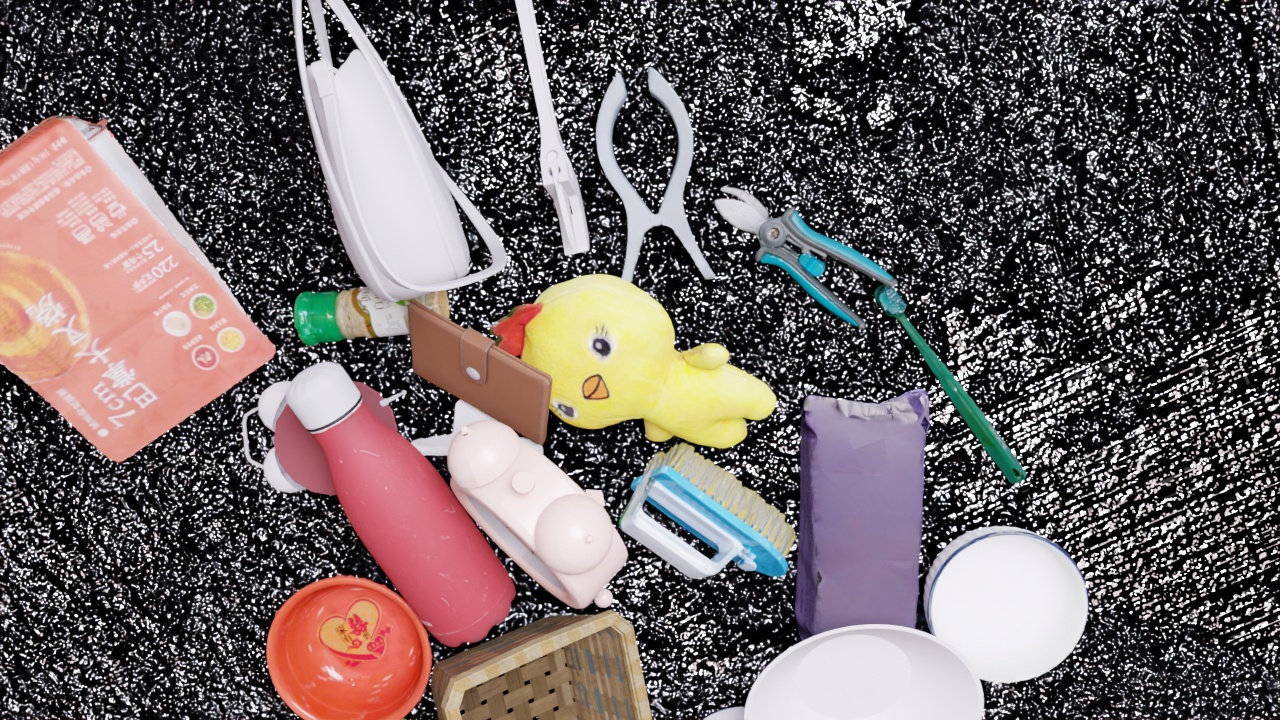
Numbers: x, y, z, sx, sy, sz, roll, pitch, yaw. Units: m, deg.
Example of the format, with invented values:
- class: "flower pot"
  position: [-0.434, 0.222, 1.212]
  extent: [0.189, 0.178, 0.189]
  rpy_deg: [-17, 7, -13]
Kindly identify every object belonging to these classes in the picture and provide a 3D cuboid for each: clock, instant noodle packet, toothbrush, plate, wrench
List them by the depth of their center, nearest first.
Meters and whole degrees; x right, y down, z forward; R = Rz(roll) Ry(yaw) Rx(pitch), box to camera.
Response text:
- class: "clock"
  position: [-0.065, 0.105, 0.651]
  extent: [0.131, 0.161, 0.086]
  rpy_deg: [38, 75, 18]
- class: "wrench"
  position: [-0.073, -0.212, 0.666]
  extent: [0.018, 0.086, 0.273]
  rpy_deg: [-12, 87, 3]
- class: "plate"
  position: [0.164, 0.252, 0.691]
  extent: [0.174, 0.036, 0.174]
  rpy_deg: [0, 117, 1]
- class: "instant noodle packet"
  position: [-0.410, -0.047, 0.694]
  extent: [0.164, 0.084, 0.221]
  rpy_deg: [-35, 105, 1]
- class: "toothbrush"
  position: [0.241, 0.019, 0.709]
  extent: [0.016, 0.017, 0.190]
  rpy_deg: [-37, 95, 6]
- class: "clock"
  position: [-0.246, 0.058, 0.713]
  extent: [0.124, 0.044, 0.087]
  rpy_deg: [-1, 98, 2]

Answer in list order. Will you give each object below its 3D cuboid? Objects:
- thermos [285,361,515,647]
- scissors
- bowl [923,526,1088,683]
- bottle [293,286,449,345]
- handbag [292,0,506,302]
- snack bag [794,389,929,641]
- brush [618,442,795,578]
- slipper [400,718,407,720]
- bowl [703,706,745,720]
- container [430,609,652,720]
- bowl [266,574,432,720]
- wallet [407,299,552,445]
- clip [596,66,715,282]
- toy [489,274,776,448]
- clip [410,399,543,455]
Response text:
- class: "thermos"
  position: [-0.177, 0.105, 0.671]
  extent: [0.073, 0.073, 0.240]
  rpy_deg: [-26, 115, 5]
- class: "scissors"
  position: [0.123, -0.077, 0.694]
  extent: [0.131, 0.019, 0.150]
  rpy_deg: [-9, 99, 13]
- class: "bowl"
  position: [0.273, 0.179, 0.708]
  extent: [0.118, 0.062, 0.118]
  rpy_deg: [0, 97, 2]
- class: "bottle"
  position: [-0.204, -0.037, 0.699]
  extent: [0.111, 0.043, 0.043]
  rpy_deg: [-6, 98, 2]
- class: "handbag"
  position: [-0.170, -0.154, 0.596]
  extent: [0.095, 0.216, 0.223]
  rpy_deg: [-20, 107, -5]
- class: "snack bag"
  position: [0.171, 0.126, 0.705]
  extent: [0.096, 0.058, 0.205]
  rpy_deg: [0, 99, 2]
- class: "brush"
  position: [0.055, 0.129, 0.695]
  extent: [0.136, 0.056, 0.075]
  rpy_deg: [36, 58, -12]
- class: "slipper"
  position: [-0.177, 0.359, 0.738]
  extent: [0.190, 0.081, 0.092]
  rpy_deg: [25, 100, -5]
- class: "bowl"
  position: [0.086, 0.345, 0.737]
  extent: [0.113, 0.063, 0.113]
  rpy_deg: [0, 98, 1]
- class: "container"
  position: [-0.047, 0.318, 0.658]
  extent: [0.157, 0.187, 0.250]
  rpy_deg: [-16, 99, -30]
- class: "bowl"
  position: [-0.227, 0.229, 0.736]
  extent: [0.130, 0.045, 0.130]
  rpy_deg: [0, 98, 1]
- class: "wallet"
  position: [-0.120, 0.011, 0.676]
  extent: [0.121, 0.088, 0.013]
  rpy_deg: [28, 53, 12]
- class: "clip"
  position: [-0.007, -0.131, 0.689]
  extent: [0.106, 0.027, 0.163]
  rpy_deg: [-12, 97, 5]
- class: "toy"
  position: [-0.004, 0.004, 0.674]
  extent: [0.207, 0.092, 0.134]
  rpy_deg: [30, 133, -5]
- class: "clip"
  position: [-0.127, 0.055, 0.716]
  extent: [0.102, 0.057, 0.054]
  rpy_deg: [0, 122, 0]
